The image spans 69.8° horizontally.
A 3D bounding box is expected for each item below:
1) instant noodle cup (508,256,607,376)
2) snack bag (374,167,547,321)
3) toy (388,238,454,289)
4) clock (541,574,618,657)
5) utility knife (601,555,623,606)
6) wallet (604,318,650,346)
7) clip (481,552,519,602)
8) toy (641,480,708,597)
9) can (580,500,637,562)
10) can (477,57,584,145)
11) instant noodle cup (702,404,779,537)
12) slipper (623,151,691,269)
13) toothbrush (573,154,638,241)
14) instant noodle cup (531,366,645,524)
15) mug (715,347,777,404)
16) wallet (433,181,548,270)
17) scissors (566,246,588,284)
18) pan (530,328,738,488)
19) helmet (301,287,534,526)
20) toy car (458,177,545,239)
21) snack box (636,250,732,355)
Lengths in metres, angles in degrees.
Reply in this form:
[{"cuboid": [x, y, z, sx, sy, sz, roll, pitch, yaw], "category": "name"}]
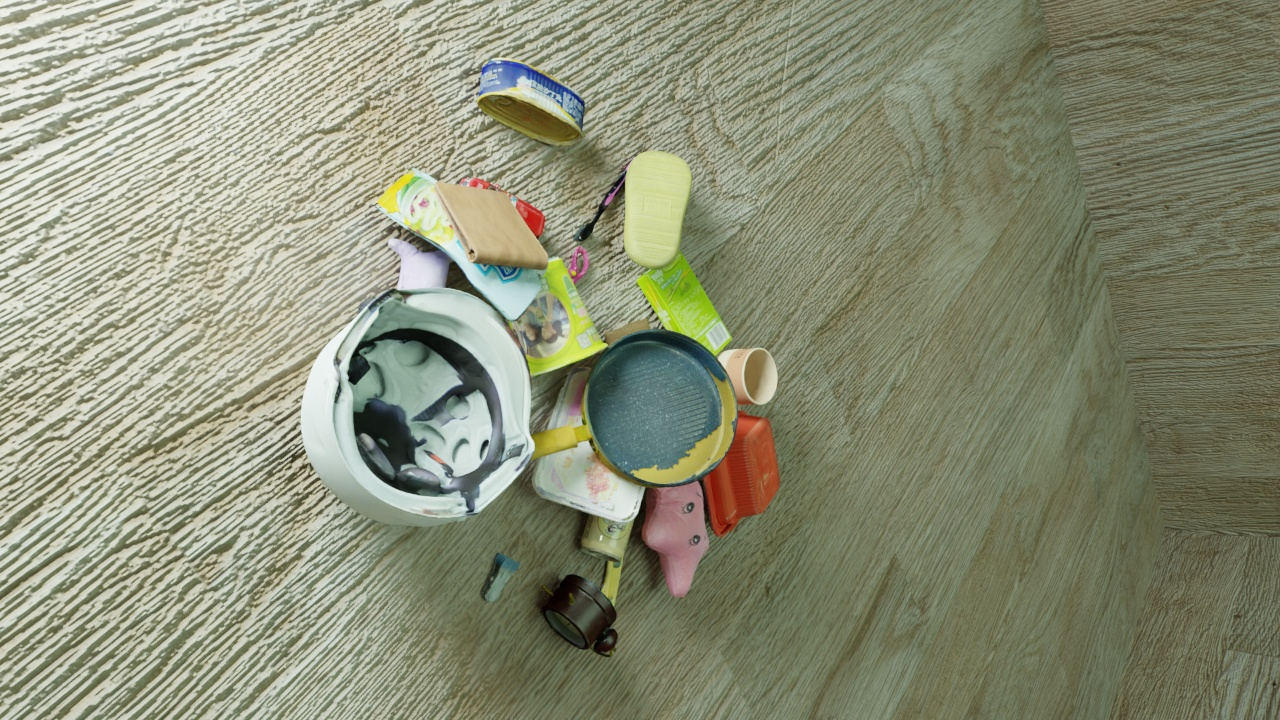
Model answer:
[{"cuboid": [-0.112, -0.055, 1.096, 0.111, 0.112, 0.123, -26, 99, -44], "category": "instant noodle cup"}, {"cuboid": [-0.188, -0.129, 0.996, 0.191, 0.039, 0.110, 37, 30, -7], "category": "snack bag"}, {"cuboid": [-0.242, -0.075, 1.000, 0.083, 0.039, 0.108, 12, 85, -42], "category": "toy"}, {"cuboid": [-0.070, 0.320, 1.132, 0.055, 0.082, 0.122, -45, 118, -33], "category": "clock"}, {"cuboid": [-0.033, 0.248, 1.229, 0.031, 0.020, 0.187, 24, 66, -50], "category": "utility knife"}, {"cuboid": [-0.007, 0.007, 1.252, 0.090, 0.033, 0.115, -24, 104, -48], "category": "wallet"}, {"cuboid": [-0.167, 0.257, 1.078, 0.027, 0.045, 0.058, 45, 67, -39], "category": "clip"}, {"cuboid": [0.046, 0.229, 1.260, 0.178, 0.075, 0.194, -16, 98, -62], "category": "toy"}, {"cuboid": [-0.036, 0.198, 1.191, 0.058, 0.059, 0.116, 35, 63, -40], "category": "can"}, {"cuboid": [-0.129, -0.310, 1.107, 0.148, 0.075, 0.049, 16, 73, -45], "category": "can"}, {"cuboid": [0.150, 0.155, 1.355, 0.188, 0.079, 0.164, -36, 117, -62], "category": "instant noodle cup"}, {"cuboid": [0.014, -0.199, 1.258, 0.091, 0.082, 0.190, 13, 62, -11], "category": "slipper"}, {"cuboid": [-0.043, -0.222, 1.242, 0.014, 0.018, 0.188, 54, 49, -31], "category": "toothbrush"}, {"cuboid": [-0.055, 0.108, 1.147, 0.138, 0.060, 0.173, 21, 68, -12], "category": "instant noodle cup"}, {"cuboid": [0.144, 0.027, 1.356, 0.114, 0.106, 0.081, 11, 80, -46], "category": "mug"}, {"cuboid": [-0.162, -0.145, 0.992, 0.101, 0.020, 0.115, 1, 49, -47], "category": "wallet"}, {"cuboid": [-0.101, -0.088, 1.170, 0.131, 0.017, 0.133, 24, 75, -46], "category": "scissors"}, {"cuboid": [-0.042, 0.077, 1.085, 0.356, 0.078, 0.197, -17, 80, -22], "category": "pan"}, {"cuboid": [-0.232, 0.055, 0.921, 0.229, 0.146, 0.257, 47, 36, -21], "category": "helmet"}, {"cuboid": [-0.164, -0.177, 1.086, 0.120, 0.045, 0.053, 21, 72, -42], "category": "toy car"}, {"cuboid": [0.065, -0.072, 1.314, 0.085, 0.026, 0.156, -43, 106, -40], "category": "snack box"}]
